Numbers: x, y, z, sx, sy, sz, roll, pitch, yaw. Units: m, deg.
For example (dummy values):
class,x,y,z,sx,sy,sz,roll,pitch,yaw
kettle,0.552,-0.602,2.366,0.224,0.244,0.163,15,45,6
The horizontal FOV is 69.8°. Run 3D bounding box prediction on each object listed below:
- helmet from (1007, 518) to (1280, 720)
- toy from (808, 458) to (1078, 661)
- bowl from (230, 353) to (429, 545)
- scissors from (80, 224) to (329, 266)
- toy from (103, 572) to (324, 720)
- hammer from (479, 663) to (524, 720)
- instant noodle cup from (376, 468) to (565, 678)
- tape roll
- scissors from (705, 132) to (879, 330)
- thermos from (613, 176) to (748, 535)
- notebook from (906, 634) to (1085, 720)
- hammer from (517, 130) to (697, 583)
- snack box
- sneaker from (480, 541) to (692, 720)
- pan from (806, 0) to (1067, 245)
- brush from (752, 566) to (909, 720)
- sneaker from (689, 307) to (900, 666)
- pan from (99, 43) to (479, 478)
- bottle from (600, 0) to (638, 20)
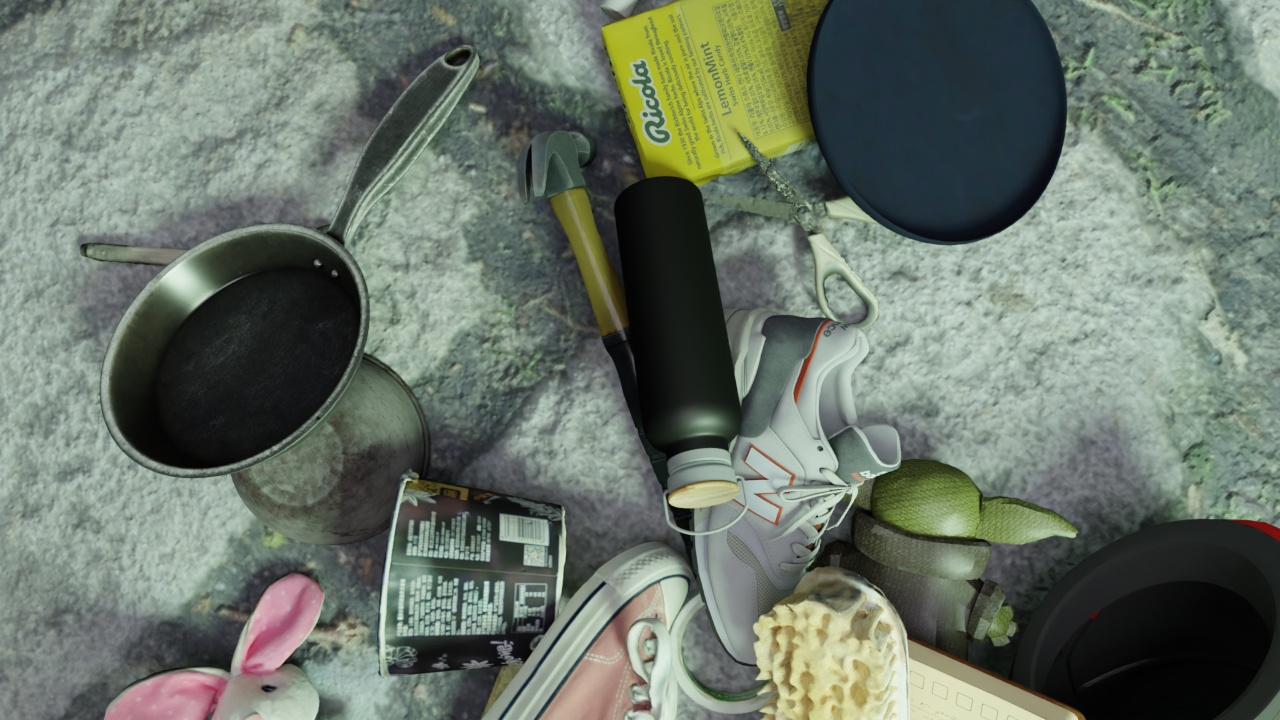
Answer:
class,x,y,z,sx,sy,sz,roll,pitch,yaw
helmet,0.327,0.236,0.576,0.265,0.164,0.170,-43,118,1
toy,0.184,0.142,0.620,0.179,0.078,0.152,12,91,26
bowl,-0.228,0.064,0.644,0.145,0.067,0.145,0,92,3
scissors,-0.323,-0.053,0.671,0.179,0.015,0.195,35,92,1
toy,-0.255,0.269,0.646,0.158,0.084,0.194,-33,89,-25
hammer,0.009,0.324,0.596,0.301,0.037,0.158,23,93,27
instant noodle cup,-0.109,0.146,0.613,0.112,0.137,0.137,5,92,-6
tape roll,0.067,0.205,0.660,0.094,0.018,0.094,0,92,3
scissors,0.129,-0.091,0.632,0.157,0.012,0.168,-20,104,-12
thermos,0.026,-0.004,0.577,0.061,0.061,0.231,-9,65,3
notebook,0.172,0.280,0.582,0.168,0.024,0.226,17,116,36
hammer,-0.004,0.004,0.621,0.025,0.117,0.333,-19,97,21
snack box,0.075,-0.198,0.634,0.181,0.045,0.121,-19,93,1
sneaker,-0.019,0.205,0.563,0.088,0.240,0.118,23,130,22
pan,0.160,-0.243,0.599,0.198,0.021,0.356,-33,100,-16
brush,0.120,0.254,0.560,0.083,0.056,0.271,9,112,36
sneaker,0.102,0.075,0.588,0.124,0.088,0.239,-10,82,38
pan,-0.217,-0.075,0.626,0.187,0.055,0.356,29,72,24
bottle,0.027,-0.325,0.628,0.052,0.052,0.195,28,93,1
